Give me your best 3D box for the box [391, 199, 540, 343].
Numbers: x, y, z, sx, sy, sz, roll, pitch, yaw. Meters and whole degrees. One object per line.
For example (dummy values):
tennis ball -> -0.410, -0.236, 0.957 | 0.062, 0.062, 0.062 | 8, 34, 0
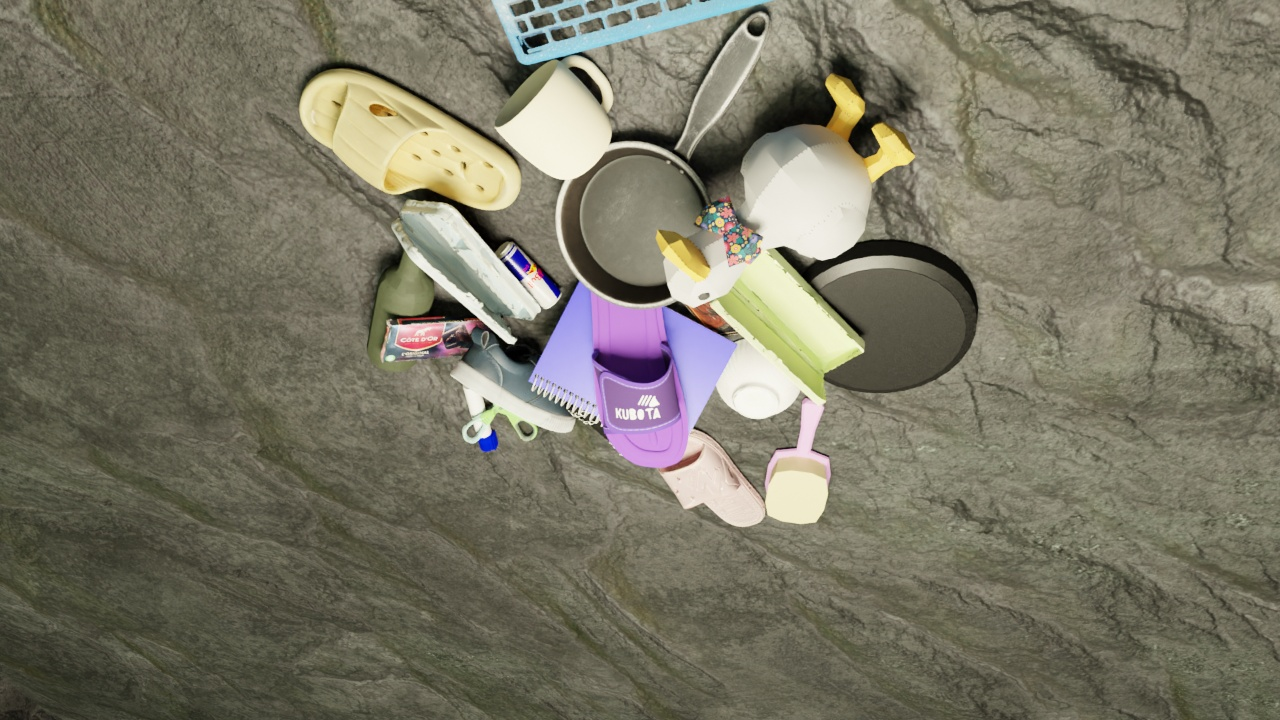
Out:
box -> -0.203, -0.118, 1.110 | 0.083, 0.122, 0.215 | -39, 140, 5

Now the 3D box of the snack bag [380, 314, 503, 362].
snack bag -> -0.259, -0.031, 1.200 | 0.155, 0.018, 0.075 | -5, 143, -29

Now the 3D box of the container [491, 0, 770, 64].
container -> 0.002, -0.398, 0.789 | 0.363, 0.089, 0.257 | -8, 131, 20

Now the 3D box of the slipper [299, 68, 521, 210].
slipper -> -0.260, -0.233, 1.021 | 0.261, 0.079, 0.112 | 23, 131, -9

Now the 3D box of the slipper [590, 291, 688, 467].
slipper -> -0.006, 0.006, 1.089 | 0.107, 0.084, 0.266 | -8, 98, 2

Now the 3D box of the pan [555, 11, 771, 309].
pan -> 0.037, -0.210, 0.980 | 0.187, 0.055, 0.358 | 36, 118, 3

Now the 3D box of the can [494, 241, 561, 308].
can -> -0.140, -0.106, 1.143 | 0.032, 0.032, 0.095 | -26, 123, 32

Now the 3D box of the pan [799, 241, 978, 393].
pan -> 0.226, -0.066, 1.095 | 0.356, 0.034, 0.226 | 20, 135, -7

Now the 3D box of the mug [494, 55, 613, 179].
mug -> -0.076, -0.251, 0.954 | 0.099, 0.096, 0.120 | 41, 88, -27

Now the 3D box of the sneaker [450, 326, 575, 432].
sneaker -> -0.157, 0.027, 1.231 | 0.089, 0.087, 0.235 | 28, 175, 36

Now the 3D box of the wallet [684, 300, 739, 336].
wallet -> 0.083, -0.079, 1.114 | 0.072, 0.019, 0.123 | -7, 134, 45

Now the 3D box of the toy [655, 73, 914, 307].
toy -> 0.144, -0.150, 0.931 | 0.268, 0.141, 0.246 | -44, 156, 19

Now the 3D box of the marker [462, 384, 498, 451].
marker -> -0.236, 0.082, 1.353 | 0.027, 0.023, 0.133 | 4, 134, 10

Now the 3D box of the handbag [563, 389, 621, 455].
handbag -> -0.024, 0.078, 1.236 | 0.125, 0.114, 0.153 | -29, 124, 35

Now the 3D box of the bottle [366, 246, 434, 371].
bottle -> -0.307, -0.074, 1.187 | 0.071, 0.071, 0.207 | 21, 134, -7

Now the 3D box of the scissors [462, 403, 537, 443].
scissors -> -0.207, 0.069, 1.320 | 0.160, 0.024, 0.171 | -17, 132, 12

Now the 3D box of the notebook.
notebook -> -0.012, 0.007, 1.146 | 0.209, 0.022, 0.172 | 27, 97, -3

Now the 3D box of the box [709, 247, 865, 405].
box -> 0.174, -0.048, 1.056 | 0.188, 0.091, 0.084 | 40, 117, -18

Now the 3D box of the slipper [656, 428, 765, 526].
slipper -> 0.099, 0.183, 1.343 | 0.094, 0.064, 0.239 | -26, 124, 32

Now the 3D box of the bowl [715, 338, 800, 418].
bowl -> 0.151, 0.033, 1.187 | 0.118, 0.062, 0.118 | 7, 134, 7

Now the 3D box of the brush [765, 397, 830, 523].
brush -> 0.227, 0.145, 1.290 | 0.089, 0.043, 0.229 | 7, 135, 6
